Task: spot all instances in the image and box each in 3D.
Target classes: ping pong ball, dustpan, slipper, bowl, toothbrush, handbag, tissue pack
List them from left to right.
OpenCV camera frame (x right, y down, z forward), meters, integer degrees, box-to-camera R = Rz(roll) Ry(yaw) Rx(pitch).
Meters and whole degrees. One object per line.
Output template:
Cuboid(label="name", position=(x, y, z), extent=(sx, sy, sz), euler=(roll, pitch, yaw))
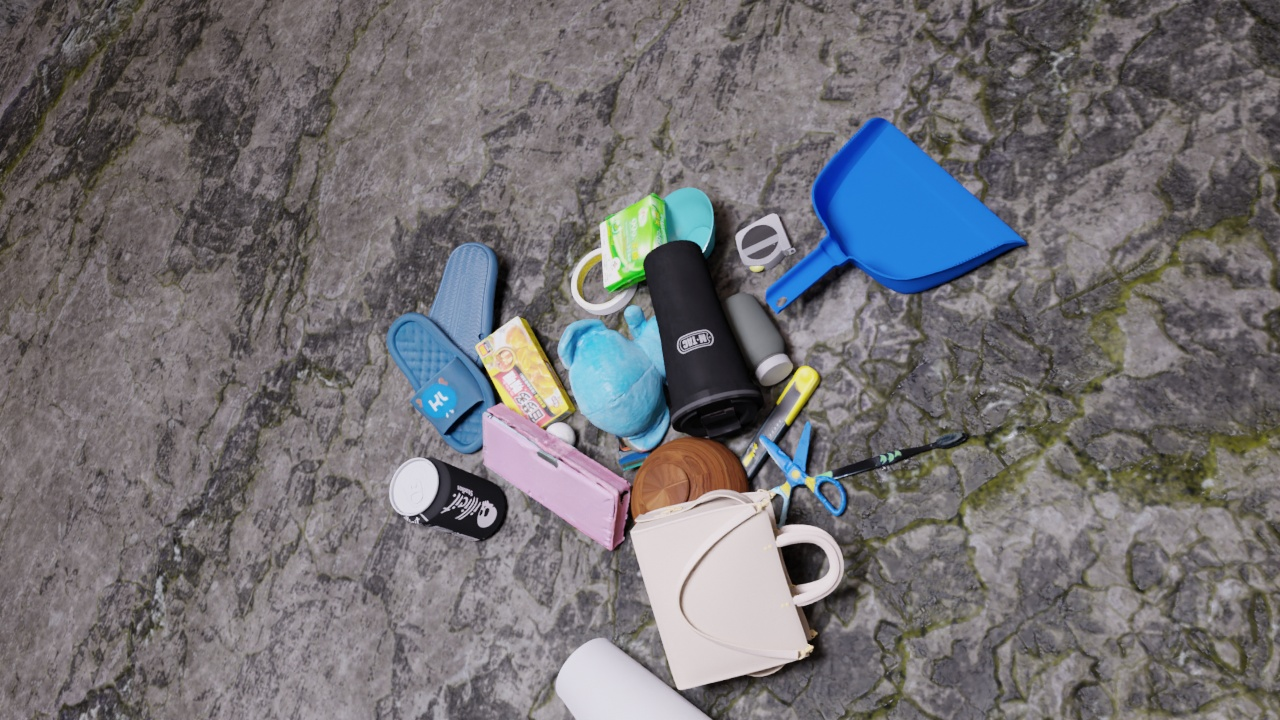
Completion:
Cuboid(label="slipper", position=(-0.270, 0.027, 1.236), extent=(0.104, 0.059, 0.213), euler=(-37, 82, 15))
Cuboid(label="slipper", position=(-0.244, -0.060, 1.291), extent=(0.104, 0.059, 0.213), euler=(12, 88, 20))
Cuboid(label="ping pong ball", position=(-0.102, 0.099, 1.163), extent=(0.040, 0.040, 0.040), euler=(-10, 66, 23))
Cuboid(label="tissue pack", position=(-0.009, -0.148, 1.180), extent=(0.100, 0.034, 0.113), euler=(-23, 62, 37))
Cuboid(label="bowl", position=(0.043, 0.152, 1.042), extent=(0.148, 0.068, 0.147), euler=(-12, 67, 29))
Cuboid(label="bowl", position=(0.060, -0.155, 1.171), extent=(0.121, 0.046, 0.121), euler=(-19, 63, 40))
Cuboid(label="handbag", position=(0.112, 0.227, 0.947), extent=(0.198, 0.101, 0.194), euler=(-16, 93, 15))
Cuboid(label="dustpan", position=(0.258, -0.138, 1.067), extent=(0.258, 0.059, 0.245), euler=(-40, 58, 9))
Cuboid(label="toothbrush", position=(0.258, 0.108, 0.992), extent=(0.188, 0.017, 0.014), euler=(-20, 64, 20))

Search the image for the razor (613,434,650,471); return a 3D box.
Cuboid(label="razor", position=(-0.031, 0.079, 1.149), extent=(0.043, 0.018, 0.141), euler=(-15, 54, -20))

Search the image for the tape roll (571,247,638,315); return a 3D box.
Cuboid(label="tape roll", position=(-0.048, -0.107, 1.231), extent=(0.094, 0.019, 0.094), euler=(-10, 66, 23))

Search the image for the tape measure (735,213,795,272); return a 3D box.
Cuboid(label="tape measure", position=(0.155, -0.145, 1.145), extent=(0.065, 0.016, 0.064), euler=(-25, 60, 16))

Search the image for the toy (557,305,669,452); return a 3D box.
Cuboid(label="toy", position=(-0.007, 0.007, 1.116), extent=(0.180, 0.183, 0.115), euler=(-42, 12, -19))

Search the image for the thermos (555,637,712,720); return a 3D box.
Cuboid(label="thermos", position=(0.011, 0.387, 0.948), extent=(0.222, 0.131, 0.131), euler=(32, 86, 40))

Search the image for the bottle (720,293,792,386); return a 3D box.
Cuboid(label="bottle", position=(0.134, -0.025, 1.081), extent=(0.060, 0.060, 0.108), euler=(-35, 58, 10))

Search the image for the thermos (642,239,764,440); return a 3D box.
Cuboid(label="thermos", position=(0.063, -0.026, 1.049), extent=(0.106, 0.105, 0.218), euler=(-22, 68, 18))

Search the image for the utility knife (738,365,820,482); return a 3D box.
Cuboid(label="utility knife", position=(0.144, 0.092, 1.055), extent=(0.029, 0.020, 0.197), euler=(32, 89, 34))

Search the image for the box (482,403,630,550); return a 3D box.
Cuboid(label="box", position=(-0.110, 0.141, 1.129), extent=(0.233, 0.041, 0.098), euler=(29, 123, 31))

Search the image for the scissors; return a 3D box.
Cuboid(label="scissors", position=(0.170, 0.134, 1.022), extent=(0.125, 0.016, 0.125), euler=(-44, 64, 8))

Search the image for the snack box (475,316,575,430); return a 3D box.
Cuboid(label="snack box", position=(-0.153, 0.024, 1.212), extent=(0.075, 0.025, 0.152), euler=(-34, 70, 10))

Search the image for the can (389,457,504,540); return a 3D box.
Cuboid(label="can", position=(-0.237, 0.173, 1.138), extent=(0.080, 0.146, 0.080), euler=(-10, 66, 23))
